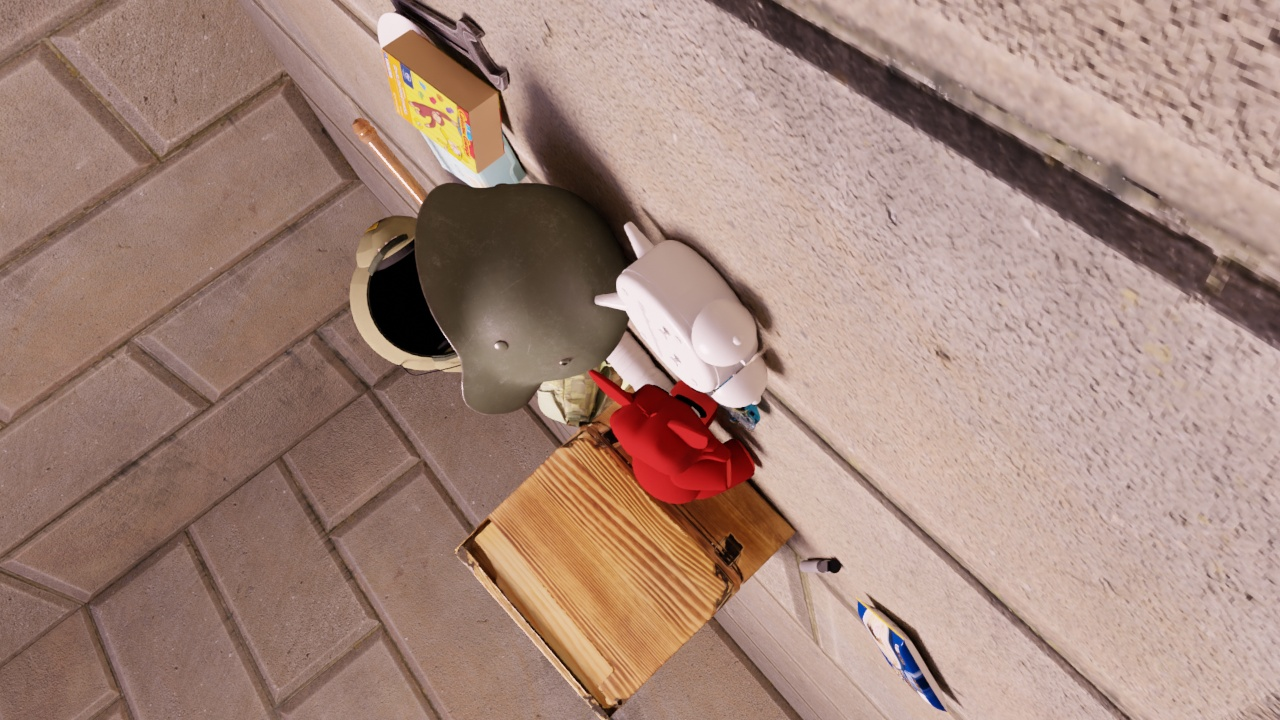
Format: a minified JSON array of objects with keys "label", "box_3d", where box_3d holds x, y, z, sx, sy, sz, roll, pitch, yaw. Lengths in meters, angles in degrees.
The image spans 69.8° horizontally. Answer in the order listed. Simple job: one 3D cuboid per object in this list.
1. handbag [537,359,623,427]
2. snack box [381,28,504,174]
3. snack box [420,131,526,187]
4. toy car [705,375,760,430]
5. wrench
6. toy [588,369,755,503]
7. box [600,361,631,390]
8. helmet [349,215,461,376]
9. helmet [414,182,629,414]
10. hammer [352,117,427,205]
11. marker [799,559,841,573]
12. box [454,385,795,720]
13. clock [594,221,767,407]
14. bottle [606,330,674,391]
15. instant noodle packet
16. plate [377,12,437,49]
[{"label":"handbag","box_3d":[-0.073,0.005,1.230,0.113,0.116,0.186,-173,87,-72]},{"label":"snack box","box_3d":[-0.201,-0.265,0.944,0.126,0.040,0.088,39,155,17]},{"label":"snack box","box_3d":[-0.202,-0.250,1.071,0.175,0.053,0.075,36,161,50]},{"label":"toy car","box_3d":[0.076,0.023,0.876,0.105,0.032,0.048,43,167,13]},{"label":"wrench","box_3d":[-0.204,-0.334,0.915,0.273,0.010,0.070,42,166,42]},{"label":"toy","box_3d":[0.034,0.078,0.994,0.158,0.120,0.197,32,166,28]},{"label":"box","box_3d":[-0.046,0.058,1.377,0.098,0.082,0.188,37,167,10]},{"label":"helmet","box_3d":[-0.305,-0.107,1.368,0.250,0.255,0.233,55,166,-13]},{"label":"helmet","box_3d":[-0.095,-0.074,0.871,0.267,0.154,0.226,32,-129,-59]},{"label":"hammer","box_3d":[-0.240,-0.168,1.124,0.318,0.162,0.083,52,171,-33]},{"label":"marker","box_3d":[0.212,0.246,1.094,0.016,0.016,0.141,50,169,7]},{"label":"box","box_3d":[-0.021,0.239,1.178,0.279,0.335,0.287,47,167,12]},{"label":"clock","box_3d":[0.034,-0.030,0.767,0.161,0.072,0.125,44,167,35]},{"label":"bottle","box_3d":[-0.007,0.007,1.134,0.136,0.044,0.044,49,169,11]},{"label":"instant noodle packet","box_3d":[0.289,0.325,1.013,0.134,0.026,0.087,57,171,-24]},{"label":"plate","box_3d":[-0.233,-0.313,0.989,0.134,0.011,0.135,37,155,20]}]
